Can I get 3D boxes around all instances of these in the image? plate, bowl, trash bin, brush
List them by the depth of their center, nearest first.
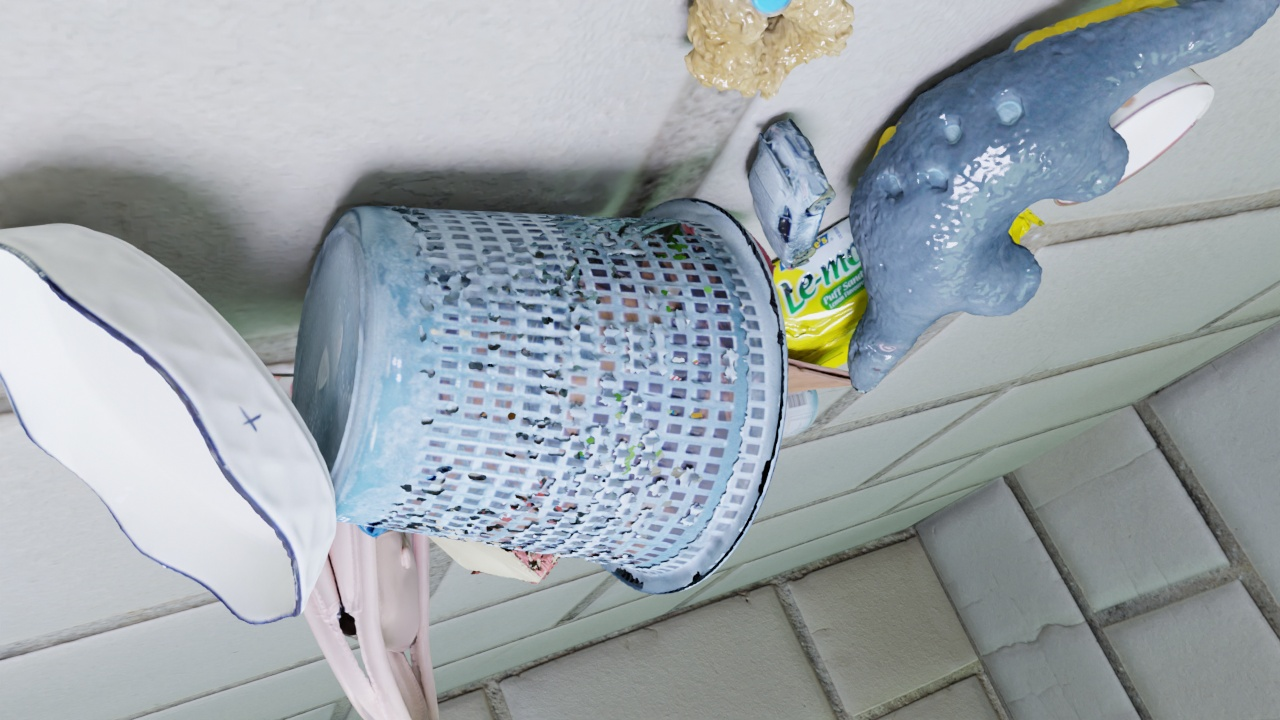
[{"bbox_3d":[0.045,-0.173,0.334,0.083,0.046,0.254,-21,165,4],"label":"brush"},{"bbox_3d":[-0.211,0.028,0.399,0.045,0.205,0.205,-48,178,-39],"label":"plate"},{"bbox_3d":[-0.068,0.008,0.482,0.194,0.226,0.227,8,146,-32],"label":"trash bin"},{"bbox_3d":[0.313,-0.163,0.621,0.113,0.062,0.114,-25,158,-11],"label":"bowl"}]

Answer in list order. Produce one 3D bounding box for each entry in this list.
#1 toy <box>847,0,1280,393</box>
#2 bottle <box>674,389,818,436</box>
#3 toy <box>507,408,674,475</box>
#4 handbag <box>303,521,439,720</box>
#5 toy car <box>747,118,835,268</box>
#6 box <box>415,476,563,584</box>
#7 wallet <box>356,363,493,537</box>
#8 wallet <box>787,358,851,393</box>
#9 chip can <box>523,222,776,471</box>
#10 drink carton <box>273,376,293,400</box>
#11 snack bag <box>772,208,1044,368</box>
[{"bbox_3d":[0.212,-0.106,0.580,0.138,0.091,0.357,21,130,-16],"label":"toy"},{"bbox_3d":[0.095,0.053,0.925,0.189,0.068,0.068,-8,155,-34],"label":"bottle"},{"bbox_3d":[-0.068,0.087,0.814,0.247,0.090,0.227,-32,146,14],"label":"toy"},{"bbox_3d":[-0.209,0.198,0.729,0.093,0.234,0.193,-19,159,-6],"label":"handbag"},{"bbox_3d":[0.088,-0.098,0.565,0.037,0.054,0.121,-25,161,-4],"label":"toy car"},{"bbox_3d":[-0.114,0.115,0.664,0.079,0.091,0.169,-53,-163,-25],"label":"box"},{"bbox_3d":[-0.139,0.056,0.643,0.107,0.040,0.132,-36,-165,42],"label":"wallet"},{"bbox_3d":[0.102,0.009,0.748,0.101,0.020,0.115,12,171,-28],"label":"wallet"},{"bbox_3d":[-0.004,0.004,0.637,0.072,0.072,0.237,-2,141,-43],"label":"chip can"},{"bbox_3d":[-0.215,0.040,0.591,0.046,0.053,0.122,-37,156,33],"label":"drink carton"},{"bbox_3d":[0.200,-0.069,0.737,0.247,0.068,0.158,-31,158,19],"label":"snack bag"}]
